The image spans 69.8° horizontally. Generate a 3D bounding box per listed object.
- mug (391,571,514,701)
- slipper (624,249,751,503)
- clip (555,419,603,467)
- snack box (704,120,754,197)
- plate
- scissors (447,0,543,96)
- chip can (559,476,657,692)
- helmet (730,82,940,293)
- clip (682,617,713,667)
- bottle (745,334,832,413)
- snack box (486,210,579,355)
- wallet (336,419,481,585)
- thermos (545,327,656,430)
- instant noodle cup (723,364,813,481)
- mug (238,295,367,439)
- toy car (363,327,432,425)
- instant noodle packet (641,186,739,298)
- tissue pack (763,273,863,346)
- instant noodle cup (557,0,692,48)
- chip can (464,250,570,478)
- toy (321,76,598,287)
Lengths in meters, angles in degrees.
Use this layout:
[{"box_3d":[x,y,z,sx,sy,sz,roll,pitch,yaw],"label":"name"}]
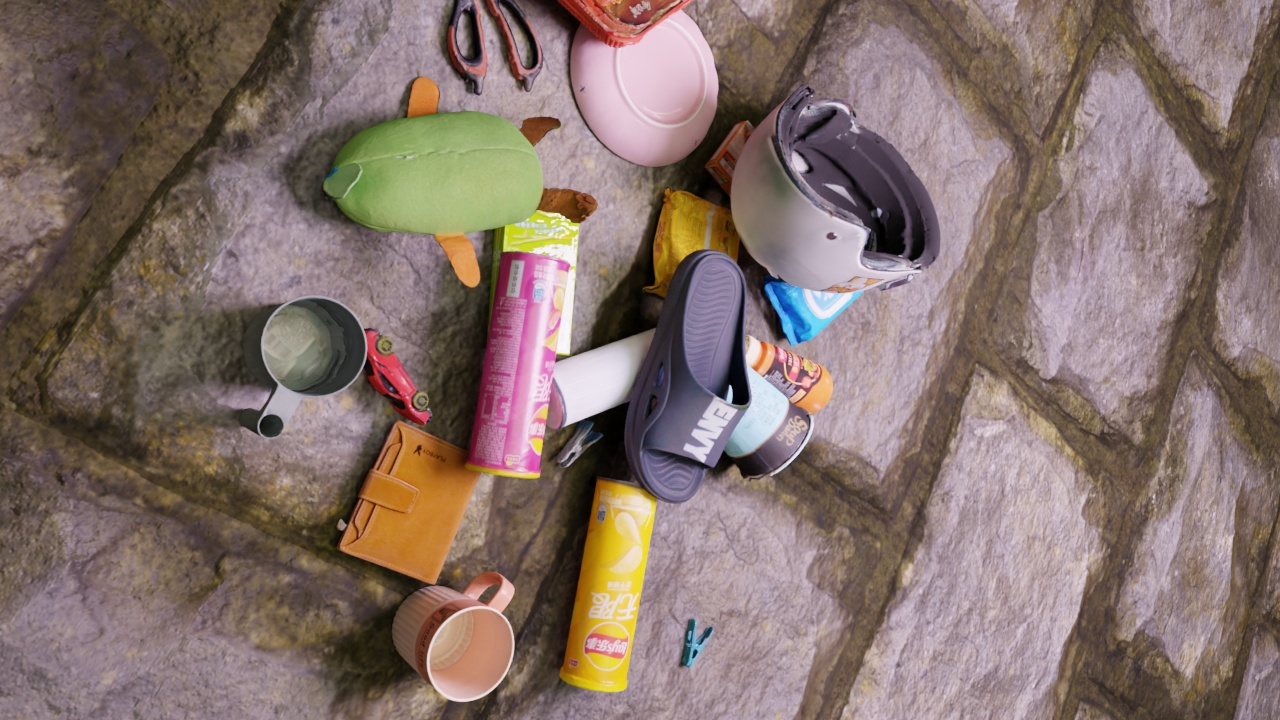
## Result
[{"box_3d":[-0.168,0.247,0.858,0.081,0.106,0.114,48,66,-24],"label":"mug"},{"box_3d":[0.061,0.017,0.935,0.110,0.083,0.268,14,88,-32],"label":"slipper"},{"box_3d":[-0.068,0.089,0.972,0.058,0.026,0.042,-49,122,-19],"label":"clip"},{"box_3d":[0.148,-0.207,1.107,0.153,0.026,0.075,45,68,-25],"label":"snack box"},{"box_3d":[0.015,-0.313,1.012,0.192,0.039,0.192,0,90,-33],"label":"plate"},{"box_3d":[-0.172,-0.368,0.906,0.201,0.015,0.205,26,77,-30],"label":"scissors"},{"box_3d":[-0.031,0.233,0.967,0.072,0.072,0.213,15,82,-32],"label":"chip can"},{"box_3d":[0.201,-0.167,1.027,0.273,0.157,0.230,2,63,-49],"label":"helmet"},{"box_3d":[0.062,0.329,1.063,0.033,0.013,0.054,34,71,-27],"label":"clip"},{"box_3d":[0.159,0.011,1.099,0.149,0.067,0.066,29,75,-23],"label":"bottle"},{"box_3d":[-0.109,-0.086,0.941,0.085,0.026,0.156,4,88,-33],"label":"snack box"},{"box_3d":[-0.221,0.133,0.870,0.119,0.035,0.130,31,73,-35],"label":"wallet"},{"box_3d":[-0.006,0.006,0.983,0.223,0.073,0.073,-20,101,-29],"label":"thermos"},{"box_3d":[0.118,0.058,1.049,0.120,0.111,0.111,45,67,-15],"label":"instant noodle cup"},{"box_3d":[-0.297,0.006,0.775,0.083,0.103,0.123,34,73,-28],"label":"mug"},{"box_3d":[-0.231,0.018,0.850,0.031,0.049,0.106,-40,111,-26],"label":"toy car"},{"box_3d":[0.061,-0.119,1.041,0.110,0.044,0.128,16,78,-25],"label":"instant noodle packet"},{"box_3d":[0.221,-0.096,1.139,0.156,0.052,0.095,-40,111,-26],"label":"tissue pack"},{"box_3d":[-0.023,-0.402,0.942,0.164,0.079,0.188,44,64,3],"label":"instant noodle cup"},{"box_3d":[-0.116,0.004,0.880,0.071,0.071,0.210,11,85,-32],"label":"chip can"},{"box_3d":[-0.173,-0.173,0.857,0.246,0.090,0.226,-8,67,-23],"label":"toy"}]
